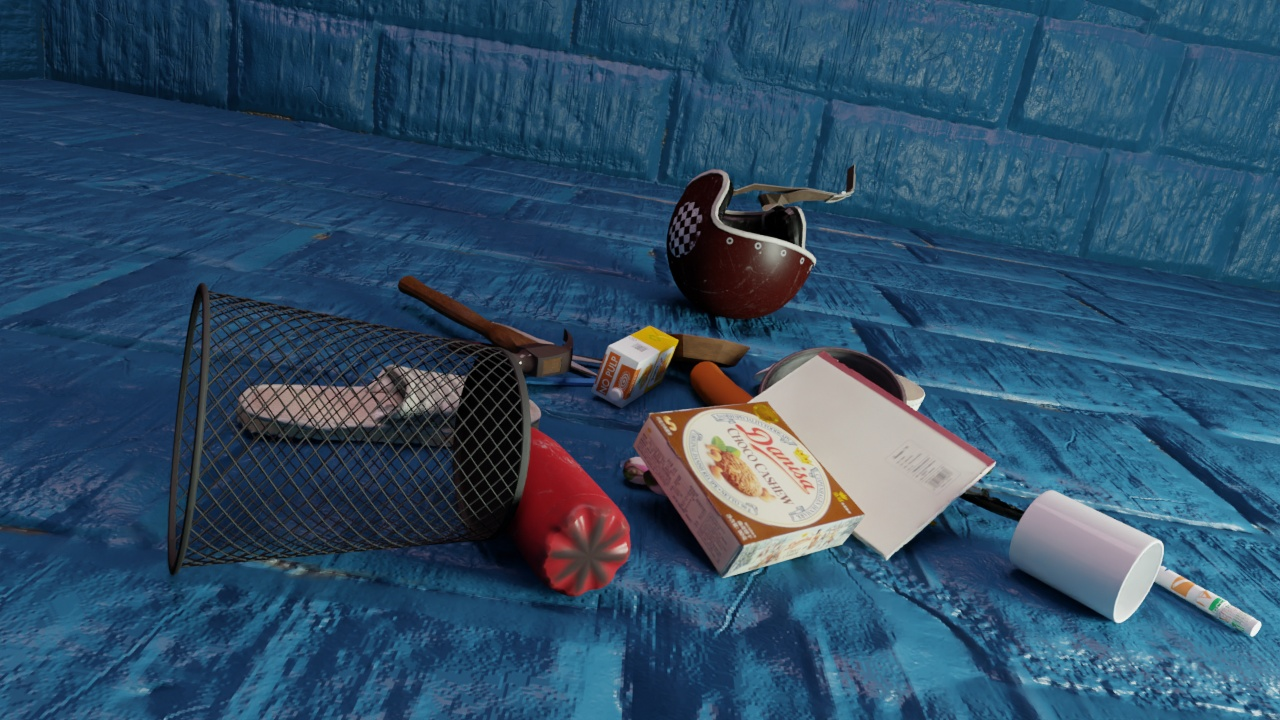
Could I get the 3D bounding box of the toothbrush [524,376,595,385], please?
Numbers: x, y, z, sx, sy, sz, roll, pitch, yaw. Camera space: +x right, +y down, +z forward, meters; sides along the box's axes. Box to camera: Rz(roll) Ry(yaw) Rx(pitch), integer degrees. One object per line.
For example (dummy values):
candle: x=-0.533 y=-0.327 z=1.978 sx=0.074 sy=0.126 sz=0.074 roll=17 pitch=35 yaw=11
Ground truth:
toothbrush: x=-0.095 y=0.020 z=1.034 sx=0.166 sy=0.014 sz=0.016 roll=2 pitch=20 yaw=-24

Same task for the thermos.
thermos: x=-0.089 y=0.092 z=0.723 sx=0.073 sy=0.073 sz=0.240 roll=0 pitch=20 yaw=-29

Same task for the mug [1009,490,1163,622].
mug: x=0.378 y=0.166 z=0.771 sx=0.090 sy=0.074 sz=0.110 roll=29 pitch=0 yaw=45

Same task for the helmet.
helmet: x=0.164 y=-0.189 z=1.417 sx=0.233 sy=0.253 sz=0.234 roll=14 pitch=-14 yaw=-41

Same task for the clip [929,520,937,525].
clip: x=0.265 y=0.131 z=0.870 sx=0.054 sy=0.046 sz=0.048 roll=24 pitch=48 yaw=40

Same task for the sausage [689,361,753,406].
sausage: x=0.098 y=0.042 z=1.027 sx=0.044 sy=0.039 sz=0.164 roll=2 pitch=20 yaw=-24

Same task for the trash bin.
trash bin: x=-0.201 y=0.052 z=0.637 sx=0.209 sy=0.184 sz=0.184 roll=6 pitch=18 yaw=-30

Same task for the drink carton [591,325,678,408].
drink carton: x=-0.006 y=0.006 z=1.039 sx=0.040 sy=0.059 sz=0.122 roll=28 pitch=23 yaw=16

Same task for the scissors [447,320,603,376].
scissors: x=-0.139 y=-0.016 z=1.116 sx=0.198 sy=0.015 sz=0.179 roll=2 pitch=20 yaw=-24

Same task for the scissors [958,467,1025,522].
scissors: x=0.330 y=0.119 z=0.923 sx=0.202 sy=0.015 sz=0.204 roll=22 pitch=16 yaw=40

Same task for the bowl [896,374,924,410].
bowl: x=0.258 y=0.052 z=1.045 sx=0.115 sy=0.062 sz=0.115 roll=9 pitch=18 yaw=-3

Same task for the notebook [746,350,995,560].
notebook: x=0.198 y=0.078 z=0.858 sx=0.152 sy=0.012 sz=0.209 roll=-32 pitch=49 yaw=-24

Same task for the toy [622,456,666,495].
toy: x=0.049 y=0.105 z=0.818 sx=0.122 sy=0.038 sz=0.079 roll=3 pitch=13 yaw=-16

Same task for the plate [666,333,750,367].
plate: x=0.067 y=-0.011 z=1.135 sx=0.131 sy=0.025 sz=0.131 roll=8 pitch=-5 yaw=0

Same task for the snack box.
snack box: x=0.090 y=0.101 z=0.770 sx=0.146 sy=0.041 sz=0.143 roll=-4 pitch=43 yaw=-38

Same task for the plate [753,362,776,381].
plate: x=0.204 y=0.007 z=1.119 sx=0.134 sy=0.011 sz=0.134 roll=-7 pitch=-11 yaw=-1

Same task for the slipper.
slipper: x=-0.227 y=0.040 z=0.851 sx=0.272 sy=0.054 sz=0.114 roll=2 pitch=15 yaw=-20

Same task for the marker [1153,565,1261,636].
marker: x=0.464 y=0.193 z=0.803 sx=0.017 sy=0.017 sz=0.145 roll=-1 pitch=21 yaw=-31

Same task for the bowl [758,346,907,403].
bowl: x=0.194 y=0.059 z=0.938 sx=0.145 sy=0.067 sz=0.144 roll=-4 pitch=44 yaw=4

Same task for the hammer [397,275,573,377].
hammer: x=-0.200 y=-0.047 z=1.103 sx=0.115 sy=0.033 sz=0.323 roll=-10 pitch=26 yaw=-42
